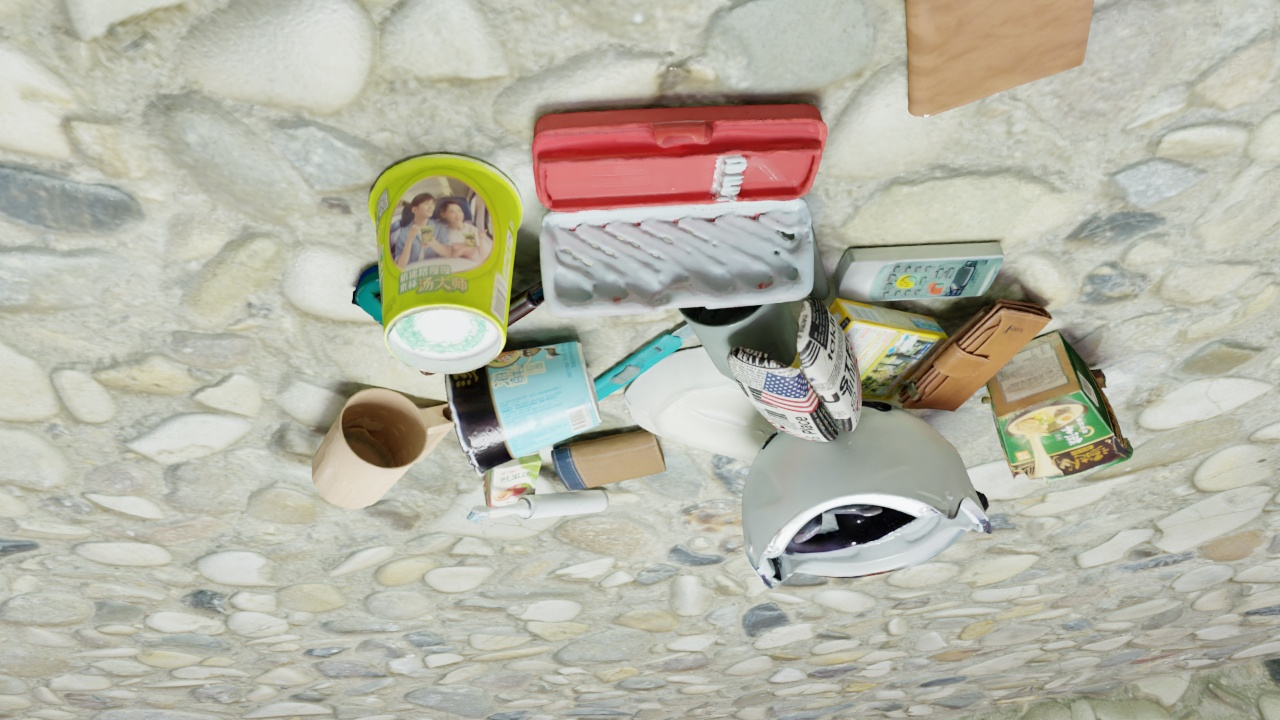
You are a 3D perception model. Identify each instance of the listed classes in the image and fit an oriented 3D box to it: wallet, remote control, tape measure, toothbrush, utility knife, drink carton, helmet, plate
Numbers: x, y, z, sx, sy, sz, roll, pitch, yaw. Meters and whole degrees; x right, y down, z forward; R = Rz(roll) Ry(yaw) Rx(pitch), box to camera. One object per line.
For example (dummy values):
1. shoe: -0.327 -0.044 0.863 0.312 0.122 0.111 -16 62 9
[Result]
1. wallet: -0.033 0.108 0.996 0.115 0.033 0.090 -11 149 5
2. remote control: 0.233 -0.073 0.776 0.135 0.019 0.056 -3 146 -5
3. tape measure: -0.199 -0.052 0.734 0.058 0.025 0.054 -20 145 19
4. toothbrush: -0.107 0.158 0.993 0.026 0.027 0.220 -55 151 17
5. wallet: 0.224 -0.209 0.575 0.115 0.020 0.101 -15 145 8
6. utility knife: -0.005 0.005 0.861 0.029 0.013 0.186 24 136 -36
7. wallet: 0.300 -0.004 0.839 0.118 0.035 0.131 -1 138 -46
8. drink carton: -0.140 0.121 0.984 0.053 0.045 0.123 -9 149 -17
9. helmet: 0.204 0.123 0.890 0.229 0.145 0.258 -22 153 23
10. plate: 0.111 0.057 0.938 0.265 0.034 0.162 19 139 -33
11. wallet: -0.111 -0.035 0.725 0.123 0.096 0.020 -27 103 28

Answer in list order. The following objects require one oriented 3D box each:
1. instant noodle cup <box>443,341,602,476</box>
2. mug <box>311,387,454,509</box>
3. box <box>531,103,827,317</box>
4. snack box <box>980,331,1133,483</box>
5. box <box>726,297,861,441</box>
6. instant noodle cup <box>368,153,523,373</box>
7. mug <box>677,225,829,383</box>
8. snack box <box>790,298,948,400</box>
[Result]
1. instant noodle cup: -0.101 0.034 0.820 0.120 0.111 0.111 -16 146 -1
2. mug: -0.248 0.084 0.894 0.124 0.084 0.104 -13 159 -42
3. box: 0.027 -0.108 0.651 0.201 0.069 0.158 -4 122 -4
4. snack box: 0.399 0.041 0.903 0.118 0.118 0.105 -23 133 24
5. box: 0.127 0.014 0.741 0.086 0.075 0.162 -6 154 22
6. instant noodle cup: -0.137 -0.061 0.643 0.111 0.123 0.112 -4 147 -3
7. mug: 0.098 -0.049 0.750 0.124 0.083 0.103 -36 144 0
8. snack box: 0.202 -0.007 0.822 0.140 0.033 0.087 8 131 -36
